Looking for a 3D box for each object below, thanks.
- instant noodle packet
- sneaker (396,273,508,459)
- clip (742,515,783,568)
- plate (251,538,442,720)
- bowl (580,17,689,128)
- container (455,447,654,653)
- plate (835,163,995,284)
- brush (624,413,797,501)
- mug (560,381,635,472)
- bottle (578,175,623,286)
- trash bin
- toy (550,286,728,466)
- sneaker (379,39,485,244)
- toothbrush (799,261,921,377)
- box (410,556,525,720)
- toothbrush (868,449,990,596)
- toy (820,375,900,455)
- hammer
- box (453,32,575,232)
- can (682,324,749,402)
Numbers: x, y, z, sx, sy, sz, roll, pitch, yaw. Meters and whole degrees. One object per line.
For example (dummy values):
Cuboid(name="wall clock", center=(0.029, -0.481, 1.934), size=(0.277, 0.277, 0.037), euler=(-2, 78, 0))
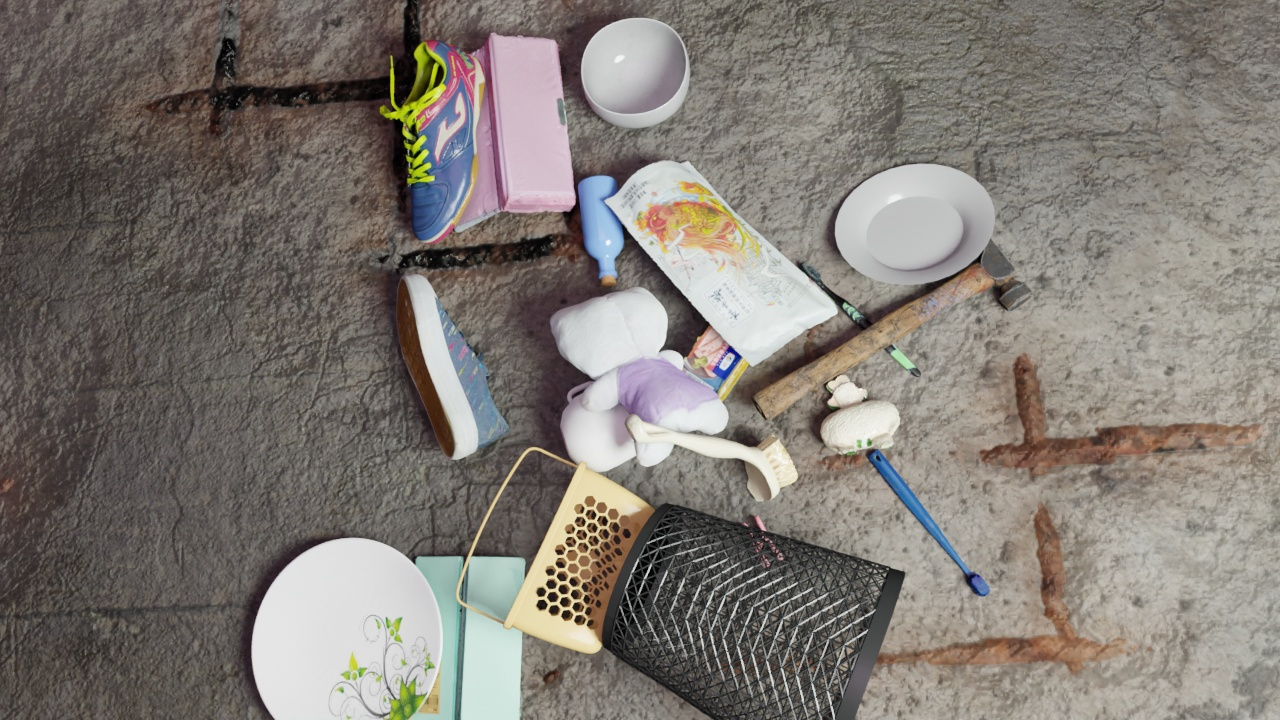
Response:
Cuboid(name="instant noodle packet", center=(0.091, -0.122, 1.052), size=(0.146, 0.057, 0.269), euler=(-32, 68, -27))
Cuboid(name="sneaker", center=(-0.224, 0.003, 1.085), size=(0.079, 0.088, 0.235), euler=(-12, 70, -31))
Cuboid(name="clip", center=(0.141, 0.197, 1.013), size=(0.041, 0.023, 0.059), euler=(-21, 82, -2))
Cuboid(name="plate", center=(-0.328, 0.318, 1.040), size=(0.229, 0.030, 0.229), euler=(-2, 77, 10))
Cuboid(name="bowl", center=(-0.004, -0.345, 1.125), size=(0.132, 0.064, 0.131), euler=(-2, 78, 7))
Cuboid(name="container", center=(-0.090, 0.203, 0.980), size=(0.167, 0.129, 0.183), euler=(24, 75, 1))
Cuboid(name="plate", center=(0.311, -0.152, 1.045), size=(0.173, 0.019, 0.172), euler=(-10, 56, 15))
Cuboid(name="brush", center=(0.077, 0.092, 0.934), size=(0.062, 0.272, 0.077), euler=(39, 100, 42))
Cuboid(name="mug", center=(-0.053, 0.069, 1.038), size=(0.076, 0.090, 0.123), euler=(-17, 44, -9))
Cuboid(name="bottle", center=(-0.045, -0.152, 1.098), size=(0.048, 0.048, 0.131), euler=(-8, 77, 6))
Cuboid(name="trash bin", center=(0.107, 0.264, 0.914), size=(0.243, 0.217, 0.216), euler=(21, 81, 18))
Cuboid(name="toy", center=(-0.006, 0.006, 0.982), size=(0.137, 0.086, 0.209), euler=(-25, 61, -22))
Cuboid(name="sneaker", center=(-0.260, -0.265, 1.113), size=(0.116, 0.091, 0.241), euler=(5, 87, 40))
Cuboid(name="toothbrush", center=(0.251, -0.048, 1.053), size=(0.014, 0.017, 0.188), euler=(-43, 77, -5))
Cuboid(name="box", center=(-0.196, 0.312, 1.021), size=(0.138, 0.056, 0.186), euler=(-1, 77, 1))
Cuboid(name="toothbrush", center=(0.313, 0.175, 0.996), size=(0.016, 0.017, 0.190), euler=(-36, 76, -2))
Cuboid(name="toy", center=(0.240, 0.068, 1.012), size=(0.087, 0.050, 0.112), euler=(-22, 35, 7))
Cuboid(name="hammer", center=(0.267, -0.037, 1.031), size=(0.330, 0.033, 0.120), euler=(-30, 72, -4))
Cuboid(name="box", center=(-0.172, -0.287, 1.135), size=(0.173, 0.075, 0.233), euler=(-10, 76, 7))
Cuboid(name="can", center=(0.093, -0.008, 1.046), size=(0.059, 0.054, 0.099), euler=(33, 83, 14))
